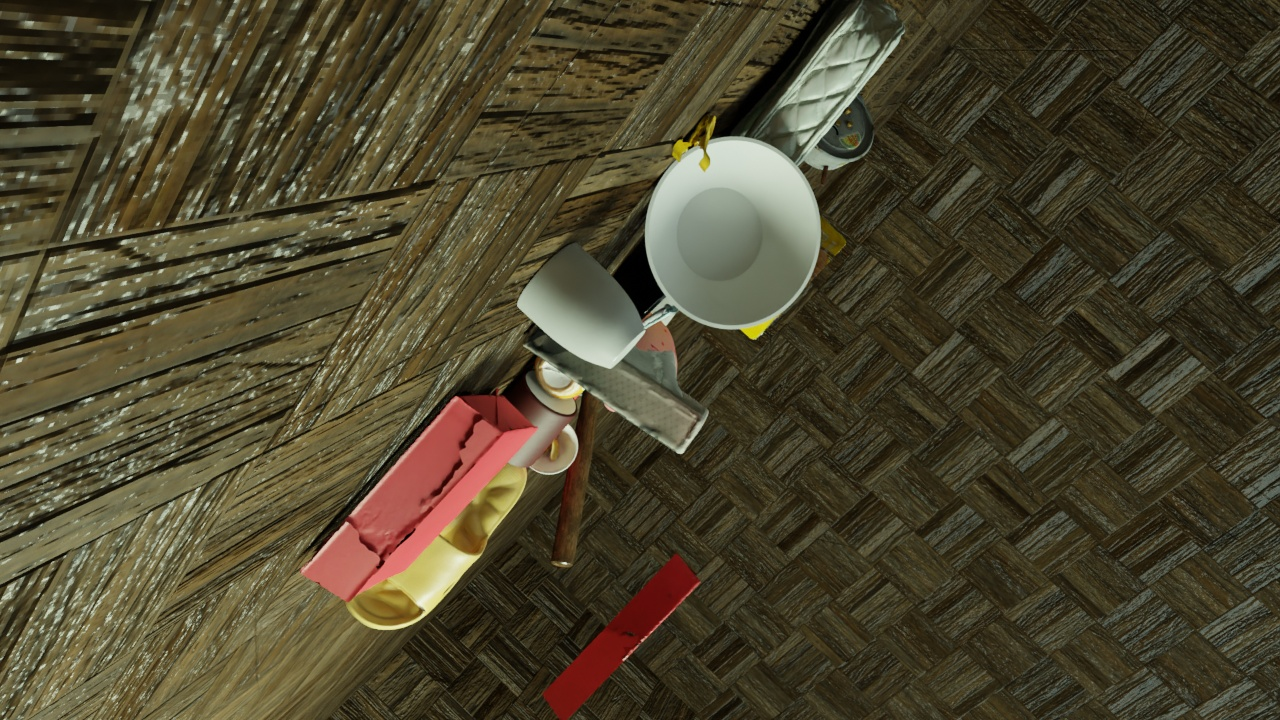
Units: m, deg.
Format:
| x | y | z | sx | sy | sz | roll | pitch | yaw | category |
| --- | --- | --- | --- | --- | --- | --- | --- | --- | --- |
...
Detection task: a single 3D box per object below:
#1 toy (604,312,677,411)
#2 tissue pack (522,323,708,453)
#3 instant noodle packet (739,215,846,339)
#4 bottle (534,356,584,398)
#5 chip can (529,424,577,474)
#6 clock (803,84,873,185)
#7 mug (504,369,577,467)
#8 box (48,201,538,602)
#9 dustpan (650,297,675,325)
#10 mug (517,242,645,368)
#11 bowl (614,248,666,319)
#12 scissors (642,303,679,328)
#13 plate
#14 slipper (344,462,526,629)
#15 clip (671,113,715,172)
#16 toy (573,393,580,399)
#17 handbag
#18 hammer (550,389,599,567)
| x | y | z | sx | sy | sz | roll | pitch | yaw | category |
| --- | --- | --- | --- | --- | --- | --- | --- | --- | --- |
| -0.007 | 0.007 | 1.122 | 0.097 | 0.192 | 0.236 | -14 | -165 | 11 | toy |
| -0.015 | 0.010 | 0.882 | 0.071 | 0.181 | 0.103 | -59 | 174 | 7 | tissue pack |
| 0.164 | -0.155 | 1.211 | 0.220 | 0.163 | 0.084 | -44 | 174 | -35 | instant noodle packet |
| -0.071 | 0.000 | 1.005 | 0.063 | 0.063 | 0.108 | -49 | 176 | 23 | bottle |
| -0.126 | 0.108 | 1.219 | 0.069 | 0.069 | 0.221 | -47 | -176 | -7 | chip can |
| 0.246 | -0.300 | 1.153 | 0.147 | 0.104 | 0.056 | -51 | -173 | -24 | clock |
| -0.124 | 0.055 | 1.019 | 0.083 | 0.073 | 0.105 | -49 | -156 | 21 | mug |
| -0.279 | 0.055 | 0.813 | 0.213 | 0.374 | 0.148 | -48 | -152 | 5 | box |
| 0.017 | -0.089 | 1.360 | 0.192 | 0.053 | 0.257 | -49 | -173 | 24 | dustpan |
| -0.047 | -0.033 | 0.760 | 0.071 | 0.089 | 0.107 | -45 | 175 | -25 | mug |
| 0.006 | -0.087 | 1.009 | 0.124 | 0.052 | 0.124 | -44 | 180 | 0 | bowl |
| 0.040 | -0.059 | 0.993 | 0.170 | 0.013 | 0.176 | -35 | -175 | -22 | scissors |
| 0.082 | -0.117 | 0.855 | 0.174 | 0.174 | 0.036 | -46 | -162 | -7 | plate |
| -0.227 | 0.203 | 1.070 | 0.262 | 0.099 | 0.079 | -50 | -170 | -23 | slipper |
| 0.050 | -0.183 | 0.782 | 0.046 | 0.048 | 0.054 | -23 | 179 | 11 | clip |
| -0.089 | 0.022 | 1.144 | 0.134 | 0.045 | 0.092 | -40 | 169 | -50 | toy |
| 0.167 | -0.265 | 0.892 | 0.195 | 0.072 | 0.138 | -50 | -177 | 29 | handbag |
| -0.091 | 0.147 | 1.309 | 0.218 | 0.037 | 0.300 | 122 | -21 | -69 | hammer |
